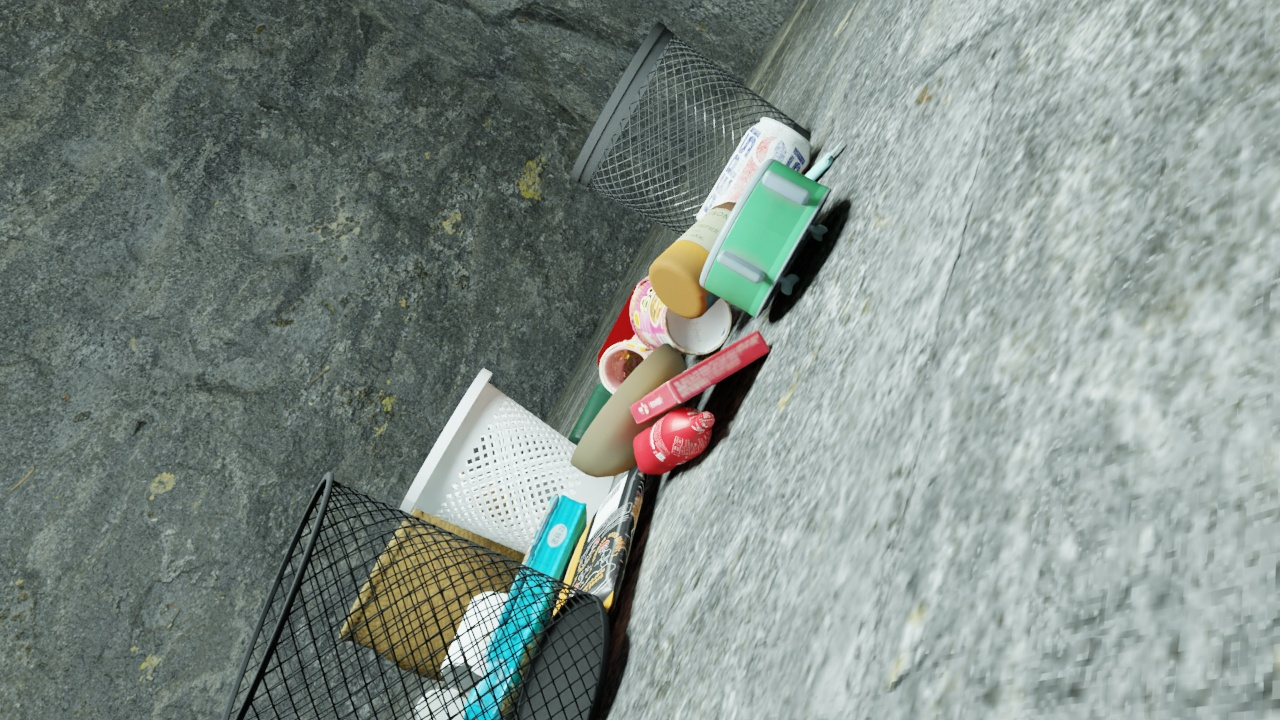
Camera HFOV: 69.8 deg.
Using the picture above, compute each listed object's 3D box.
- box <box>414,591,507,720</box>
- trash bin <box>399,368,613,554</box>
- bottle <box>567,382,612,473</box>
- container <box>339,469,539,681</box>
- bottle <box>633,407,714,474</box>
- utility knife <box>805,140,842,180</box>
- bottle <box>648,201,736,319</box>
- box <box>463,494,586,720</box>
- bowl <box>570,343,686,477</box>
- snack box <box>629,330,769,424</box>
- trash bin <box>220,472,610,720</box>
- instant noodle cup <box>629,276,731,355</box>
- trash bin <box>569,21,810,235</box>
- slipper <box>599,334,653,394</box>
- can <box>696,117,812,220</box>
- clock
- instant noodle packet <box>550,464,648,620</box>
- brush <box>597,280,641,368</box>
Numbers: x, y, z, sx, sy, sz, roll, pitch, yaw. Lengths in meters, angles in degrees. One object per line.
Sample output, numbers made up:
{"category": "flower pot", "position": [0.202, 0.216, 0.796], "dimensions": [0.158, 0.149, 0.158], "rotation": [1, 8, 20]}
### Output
{"category": "box", "position": [-0.189, 0.349, 1.036], "dimensions": [0.142, 0.083, 0.139], "rotation": [-47, 14, 40]}
{"category": "trash bin", "position": [-0.151, 0.143, 1.104], "dimensions": [0.195, 0.199, 0.195], "rotation": [-59, 6, 10]}
{"category": "bottle", "position": [-0.060, 0.101, 1.216], "dimensions": [0.131, 0.061, 0.061], "rotation": [-63, 5, -28]}
{"category": "container", "position": [-0.274, 0.309, 1.352], "dimensions": [0.307, 0.196, 0.306], "rotation": [-60, 5, 9]}
{"category": "bottle", "position": [0.030, 0.064, 0.756], "dimensions": [0.041, 0.042, 0.142], "rotation": [-62, 7, -23]}
{"category": "utility knife", "position": [0.170, -0.182, 0.929], "dimensions": [0.022, 0.015, 0.126], "rotation": [-62, 10, -32]}
{"category": "bottle", "position": [0.081, -0.112, 0.881], "dimensions": [0.156, 0.068, 0.068], "rotation": [-44, -1, -26]}
{"category": "box", "position": [-0.109, 0.246, 0.889], "dimensions": [0.094, 0.041, 0.226], "rotation": [95, -164, -61]}
{"category": "bowl", "position": [-0.001, 0.058, 0.893], "dimensions": [0.152, 0.050, 0.152], "rotation": [-50, -9, -11]}
{"category": "snack box", "position": [0.046, 0.017, 0.767], "dimensions": [0.089, 0.021, 0.133], "rotation": [-29, -4, -17]}
{"category": "trash bin", "position": [-0.146, 0.199, 0.623], "dimensions": [0.185, 0.210, 0.183], "rotation": [-54, 22, 34]}
{"category": "instant noodle cup", "position": [0.047, -0.046, 0.953], "dimensions": [0.097, 0.097, 0.108], "rotation": [-60, 14, 1]}
{"category": "trash bin", "position": [0.064, -0.264, 1.152], "dimensions": [0.218, 0.227, 0.217], "rotation": [-59, 6, 10]}
{"category": "slipper", "position": [-0.006, 0.006, 1.084], "dimensions": [0.197, 0.081, 0.093], "rotation": [-96, 21, -74]}
{"category": "can", "position": [0.126, -0.192, 1.016], "dimensions": [0.136, 0.078, 0.078], "rotation": [-59, 6, 5]}
{"category": "clock", "position": [0.109, -0.099, 0.781], "dimensions": [0.122, 0.075, 0.161], "rotation": [-60, -6, 3]}
{"category": "instant noodle packet", "position": [-0.043, 0.190, 0.796], "dimensions": [0.160, 0.032, 0.220], "rotation": [-59, 6, 27]}
{"category": "brush", "position": [0.008, -0.034, 1.244], "dimensions": [0.042, 0.082, 0.173], "rotation": [75, -144, -54]}
